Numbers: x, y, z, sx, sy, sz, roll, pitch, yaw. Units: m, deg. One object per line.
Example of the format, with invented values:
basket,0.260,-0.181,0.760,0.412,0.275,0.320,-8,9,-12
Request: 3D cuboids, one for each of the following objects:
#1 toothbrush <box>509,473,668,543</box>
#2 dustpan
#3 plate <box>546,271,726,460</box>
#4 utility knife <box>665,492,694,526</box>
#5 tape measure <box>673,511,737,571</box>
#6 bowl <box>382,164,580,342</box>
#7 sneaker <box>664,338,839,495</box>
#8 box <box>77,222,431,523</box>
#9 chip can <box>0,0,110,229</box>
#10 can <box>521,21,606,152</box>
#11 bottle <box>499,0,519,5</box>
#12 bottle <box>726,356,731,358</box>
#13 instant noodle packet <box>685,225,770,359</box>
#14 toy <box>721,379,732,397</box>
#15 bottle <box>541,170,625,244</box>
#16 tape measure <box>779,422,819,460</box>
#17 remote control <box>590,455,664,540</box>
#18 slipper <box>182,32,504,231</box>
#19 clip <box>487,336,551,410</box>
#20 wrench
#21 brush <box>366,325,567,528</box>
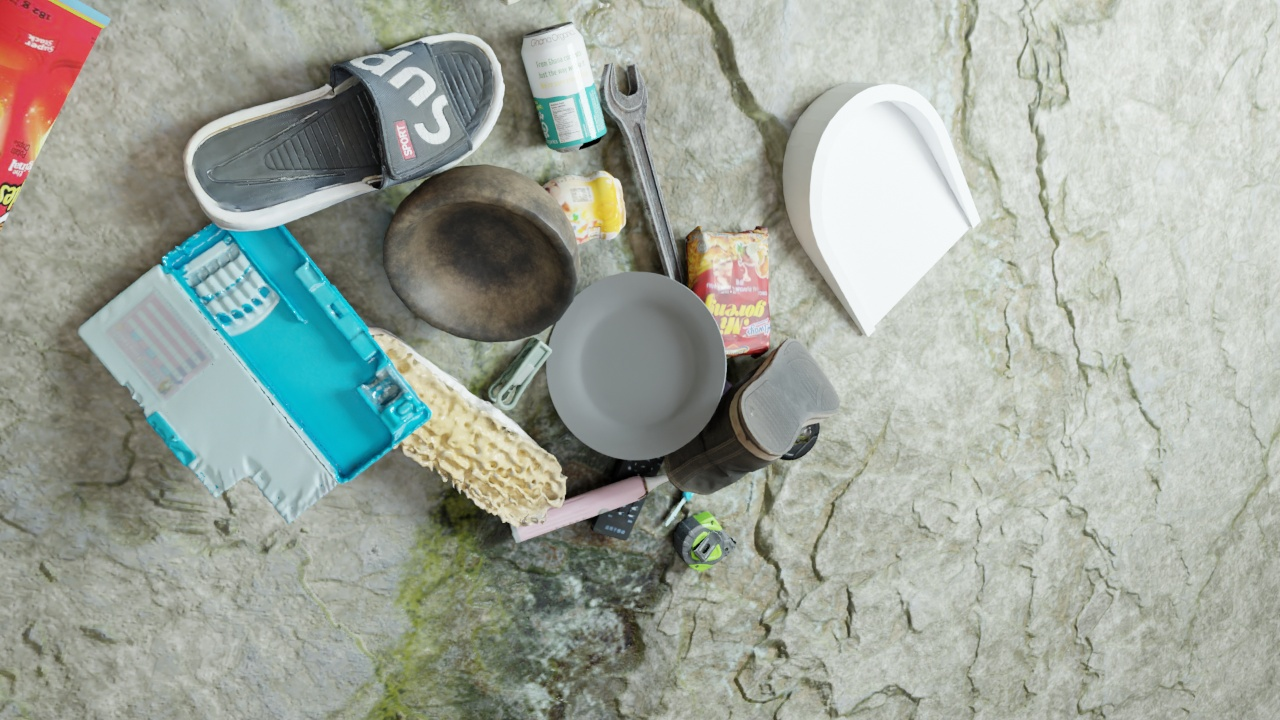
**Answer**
toothbrush,-0.026,0.139,0.942,0.222,0.027,0.026,-18,71,-6
dustpan,0.260,-0.172,0.977,0.191,0.053,0.258,-45,120,-5
plate,-0.005,0.005,0.872,0.178,0.178,0.012,-65,163,7
utility knife,0.069,0.126,1.016,0.141,0.015,0.022,-54,152,2
tape measure,0.070,0.206,1.031,0.058,0.036,0.065,-43,121,-5
bowl,-0.130,-0.096,0.777,0.162,0.070,0.162,2,135,2
sneaker,0.118,0.057,0.937,0.095,0.120,0.234,54,36,-3
box,-0.306,0.010,0.730,0.181,0.039,0.227,-38,93,-7
chip can,-0.452,-0.161,0.625,0.087,0.087,0.213,27,94,-30
can,-0.067,-0.236,0.798,0.054,0.055,0.102,-23,116,-17
bottle,-0.047,-0.344,0.766,0.167,0.059,0.059,-30,118,-13
bottle,0.056,0.000,0.947,0.184,0.045,0.045,-18,115,-26
instant noodle packet,0.090,-0.069,0.924,0.098,0.040,0.135,0,90,-35
toy,0.069,0.066,0.976,0.099,0.036,0.080,-52,133,-14
bottle,-0.070,-0.135,0.830,0.109,0.063,0.063,-9,112,-7
tape measure,0.164,0.076,1.027,0.072,0.042,0.071,-7,107,-26
remote control,-0.006,0.117,0.973,0.047,0.022,0.150,22,96,-29
slipper,-0.223,-0.184,0.721,0.263,0.063,0.111,-25,93,-15
clip,-0.116,0.012,0.880,0.023,0.037,0.075,40,83,-29
wrench,0.013,-0.150,0.875,0.069,0.010,0.273,-48,130,-45
brush,-0.176,0.065,0.851,0.083,0.056,0.271,-49,120,-3
